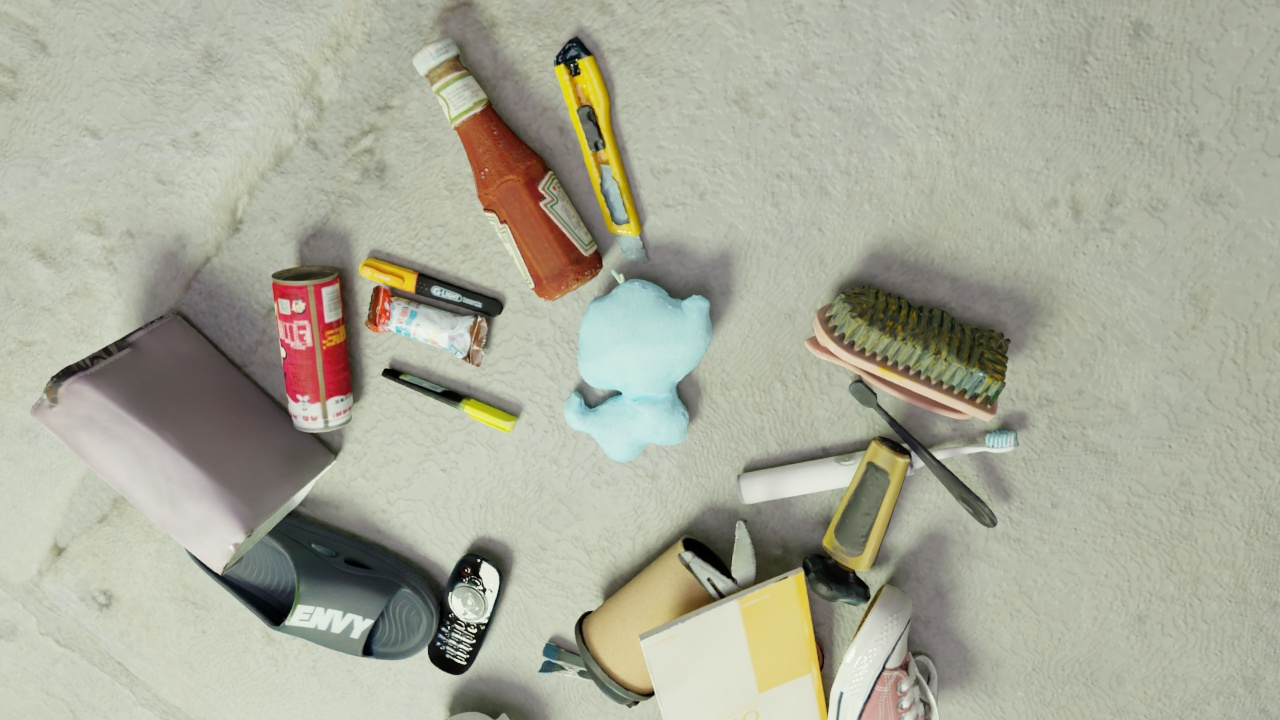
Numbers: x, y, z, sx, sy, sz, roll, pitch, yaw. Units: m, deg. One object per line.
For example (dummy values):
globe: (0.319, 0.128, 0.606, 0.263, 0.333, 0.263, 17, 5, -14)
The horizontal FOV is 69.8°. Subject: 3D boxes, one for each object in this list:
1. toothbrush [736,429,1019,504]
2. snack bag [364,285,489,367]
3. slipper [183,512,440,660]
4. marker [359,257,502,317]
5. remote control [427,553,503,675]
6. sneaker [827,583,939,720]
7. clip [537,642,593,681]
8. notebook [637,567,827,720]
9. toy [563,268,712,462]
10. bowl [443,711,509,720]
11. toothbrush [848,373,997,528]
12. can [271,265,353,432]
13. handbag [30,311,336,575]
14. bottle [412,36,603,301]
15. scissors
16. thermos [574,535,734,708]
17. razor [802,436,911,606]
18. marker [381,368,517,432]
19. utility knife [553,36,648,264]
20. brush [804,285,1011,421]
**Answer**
toothbrush: (0.188, 0.084, 0.737, 0.221, 0.026, 0.026, -12, 123, 14)
snack bag: (-0.178, -0.030, 0.763, 0.105, 0.026, 0.045, 17, 108, 2)
slipper: (-0.319, 0.211, 0.843, 0.268, 0.083, 0.111, 25, 111, 5)
marker: (-0.173, -0.059, 0.757, 0.124, 0.015, 0.018, 18, 116, 2)
remote control: (-0.162, 0.235, 0.855, 0.053, 0.024, 0.137, 25, 112, 7)
sneaker: (0.207, 0.295, 0.769, 0.088, 0.118, 0.241, 17, 119, 23)
clip: (-0.066, 0.285, 0.858, 0.058, 0.027, 0.044, 12, 104, 2)
notebook: (0.085, 0.276, 0.776, 0.145, 0.010, 0.206, -20, 121, -10)
toy: (-0.004, 0.004, 0.732, 0.162, 0.049, 0.156, -20, 112, 24)
bowl: (-0.143, 0.377, 0.875, 0.064, 0.118, 0.118, -32, 104, -21)
toothbrush: (0.219, 0.072, 0.705, 0.016, 0.018, 0.181, -39, 108, 24)
can: (-0.275, -0.009, 0.773, 0.053, 0.053, 0.133, 4, 110, 9)
handbag: (-0.380, 0.072, 0.773, 0.197, 0.144, 0.099, 43, 108, -5)
bottle: (-0.102, -0.143, 0.692, 0.060, 0.059, 0.206, -27, 102, 18)
scissors: (0.088, 0.226, 0.767, 0.188, 0.015, 0.225, 12, 112, -25)
thermos: (0.012, 0.222, 0.790, 0.093, 0.093, 0.143, 41, 103, -6)
razor: (0.172, 0.128, 0.721, 0.062, 0.067, 0.168, 32, 131, 26)
marker: (-0.165, 0.033, 0.787, 0.124, 0.018, 0.015, 22, 106, 3)
utility knife: (-0.027, -0.155, 0.696, 0.033, 0.015, 0.177, -13, 107, 17)
brush: (0.198, -0.004, 0.688, 0.145, 0.063, 0.073, 21, 142, 3)
